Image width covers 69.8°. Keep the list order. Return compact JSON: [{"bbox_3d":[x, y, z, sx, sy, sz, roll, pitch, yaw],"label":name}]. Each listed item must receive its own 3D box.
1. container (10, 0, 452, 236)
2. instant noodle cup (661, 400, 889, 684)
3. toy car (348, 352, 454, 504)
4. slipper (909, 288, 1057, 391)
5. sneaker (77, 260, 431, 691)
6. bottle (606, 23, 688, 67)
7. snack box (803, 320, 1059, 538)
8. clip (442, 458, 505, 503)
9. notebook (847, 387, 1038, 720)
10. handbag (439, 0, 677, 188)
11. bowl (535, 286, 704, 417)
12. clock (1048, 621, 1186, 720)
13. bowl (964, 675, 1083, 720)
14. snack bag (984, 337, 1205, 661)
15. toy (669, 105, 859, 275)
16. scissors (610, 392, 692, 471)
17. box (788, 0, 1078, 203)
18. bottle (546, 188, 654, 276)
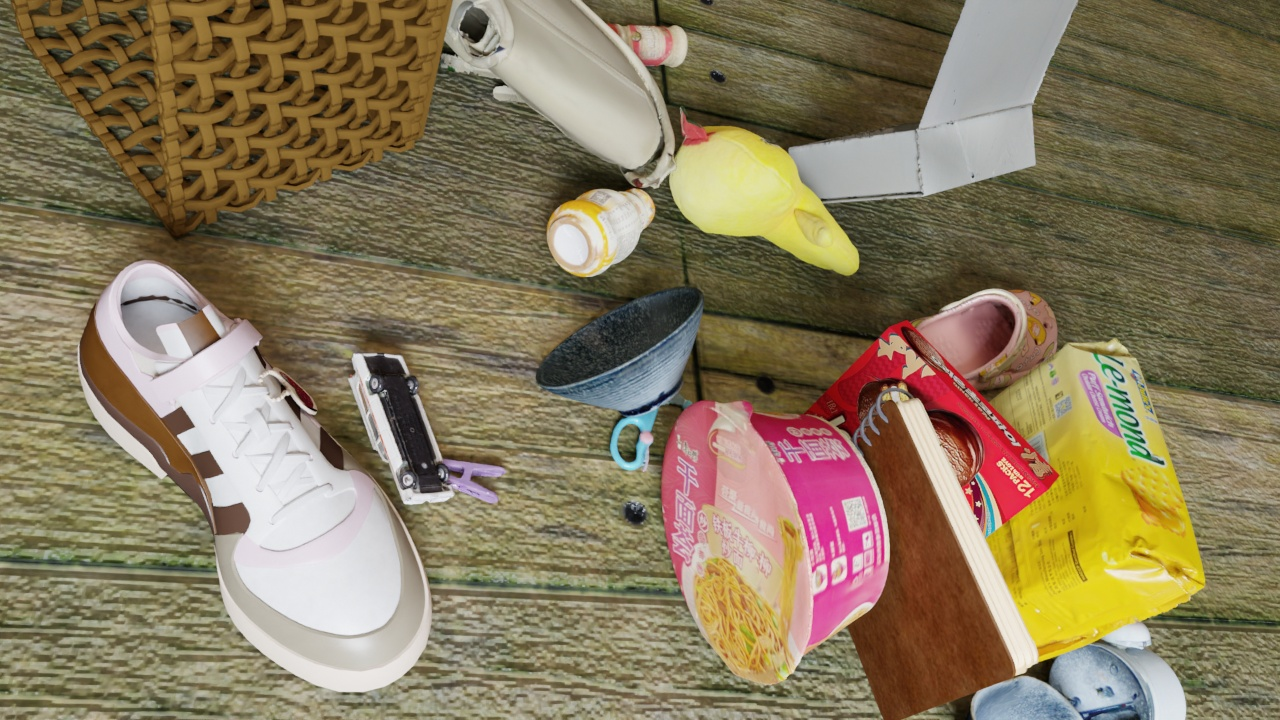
[{"bbox_3d":[-0.283,-0.275,0.634,0.213,0.252,0.219,-33,76,-35],"label":"container"},{"bbox_3d":[0.087,0.108,0.592,0.077,0.179,0.178,-9,64,-25],"label":"instant noodle cup"},{"bbox_3d":[-0.164,0.047,0.615,0.039,0.039,0.113,4,55,-52],"label":"toy car"},{"bbox_3d":[0.322,-0.023,0.842,0.196,0.082,0.093,-17,68,-28],"label":"slipper"},{"bbox_3d":[-0.219,0.055,0.536,0.111,0.117,0.294,-32,76,-35],"label":"sneaker"},{"bbox_3d":[-0.007,-0.312,0.909,0.109,0.044,0.044,-9,63,-28],"label":"bottle"},{"bbox_3d":[0.201,0.072,0.685,0.152,0.133,0.035,50,34,17],"label":"snack box"},{"bbox_3d":[-0.119,0.079,0.630,0.051,0.013,0.032,19,52,-8],"label":"clip"},{"bbox_3d":[0.164,0.132,0.585,0.024,0.226,0.167,-13,64,-10],"label":"notebook"},{"bbox_3d":[-0.091,-0.238,0.771,0.229,0.132,0.183,26,32,-38],"label":"handbag"},{"bbox_3d":[-0.004,0.004,0.677,0.136,0.137,0.057,-43,113,-37],"label":"bowl"},{"bbox_3d":[0.350,0.237,0.685,0.057,0.083,0.117,3,62,-28],"label":"clock"},{"bbox_3d":[0.261,0.280,0.637,0.110,0.055,0.110,11,55,-16],"label":"bowl"},{"bbox_3d":[0.310,0.101,0.686,0.068,0.160,0.246,30,43,-16],"label":"snack bag"},{"bbox_3d":[0.107,-0.140,0.813,0.207,0.134,0.092,26,94,-15],"label":"toy"},{"bbox_3d":[0.032,0.042,0.718,0.129,0.015,0.134,26,55,-5],"label":"scissors"},{"bbox_3d":[0.270,-0.254,0.802,0.166,0.331,0.165,-19,55,-32],"label":"box"},{"bbox_3d":[-0.029,-0.112,0.760,0.063,0.063,0.108,42,39,6],"label":"bottle"}]
